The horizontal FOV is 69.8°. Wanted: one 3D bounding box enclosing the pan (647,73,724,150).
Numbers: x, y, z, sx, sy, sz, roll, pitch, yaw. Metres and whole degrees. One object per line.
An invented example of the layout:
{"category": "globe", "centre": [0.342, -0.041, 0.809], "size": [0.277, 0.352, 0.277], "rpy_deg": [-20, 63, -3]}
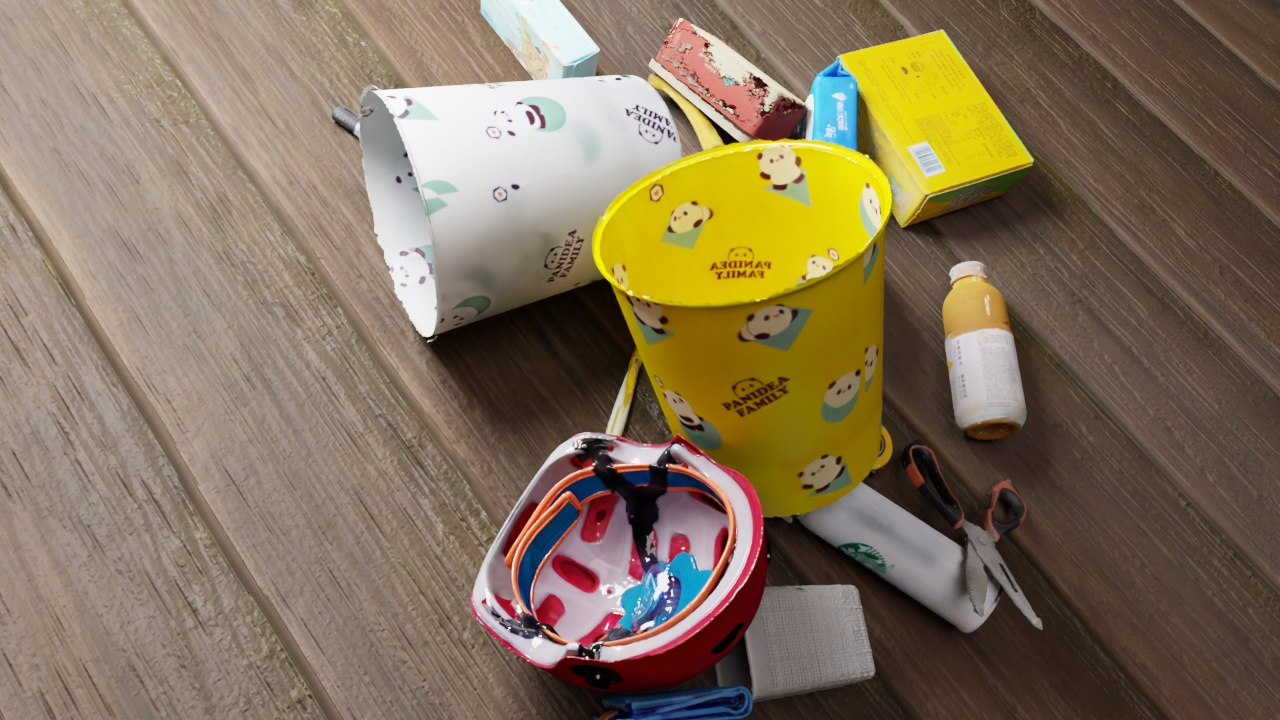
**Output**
{"category": "pan", "centre": [0.108, -0.197, 0.966], "size": [0.197, 0.078, 0.357], "rpy_deg": [2, 33, -48]}

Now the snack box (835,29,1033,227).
{"category": "snack box", "centre": [0.330, -0.273, 1.071], "size": [0.157, 0.070, 0.210], "rpy_deg": [-19, 69, -18]}

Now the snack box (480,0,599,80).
{"category": "snack box", "centre": [-0.117, -0.374, 1.038], "size": [0.051, 0.074, 0.175], "rpy_deg": [-31, 74, -21]}

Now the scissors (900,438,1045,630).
{"category": "scissors", "centre": [0.310, 0.152, 0.851], "size": [0.189, 0.015, 0.226], "rpy_deg": [40, 37, 21]}

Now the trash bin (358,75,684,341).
{"category": "trash bin", "centre": [-0.109, -0.159, 0.865], "size": [0.251, 0.230, 0.229], "rpy_deg": [-17, 69, -23]}

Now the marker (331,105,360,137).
{"category": "marker", "centre": [-0.273, -0.230, 0.974], "size": [0.131, 0.018, 0.022], "rpy_deg": [34, 77, 7]}

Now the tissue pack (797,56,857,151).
{"category": "tissue pack", "centre": [0.206, -0.252, 1.027], "size": [0.052, 0.095, 0.156], "rpy_deg": [8, 64, -2]}

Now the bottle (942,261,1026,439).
{"category": "bottle", "centre": [0.353, -0.014, 0.954], "size": [0.068, 0.068, 0.189], "rpy_deg": [5, 64, -8]}

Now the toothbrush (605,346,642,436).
{"category": "toothbrush", "centre": [-0.005, 0.005, 0.910], "size": [0.016, 0.018, 0.191], "rpy_deg": [17, 63, 0]}

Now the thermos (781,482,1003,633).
{"category": "thermos", "centre": [0.219, 0.162, 0.849], "size": [0.224, 0.073, 0.073], "rpy_deg": [33, 64, 7]}

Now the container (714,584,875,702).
{"category": "container", "centre": [0.129, 0.241, 0.786], "size": [0.114, 0.090, 0.090], "rpy_deg": [-1, 66, -14]}

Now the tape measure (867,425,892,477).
{"category": "tape measure", "centre": [0.217, 0.085, 0.906], "size": [0.057, 0.029, 0.059], "rpy_deg": [11, 64, -4]}

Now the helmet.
{"category": "helmet", "centre": [0.003, 0.175, 0.738], "size": [0.240, 0.144, 0.206], "rpy_deg": [4, 51, 33]}

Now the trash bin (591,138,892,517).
{"category": "trash bin", "centre": [0.101, -0.018, 0.776], "size": [0.230, 0.255, 0.229], "rpy_deg": [-10, 38, 8]}

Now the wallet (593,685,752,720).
{"category": "wallet", "centre": [0.021, 0.278, 0.722], "size": [0.106, 0.133, 0.040], "rpy_deg": [-5, 70, -13]}

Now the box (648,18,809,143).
{"category": "box", "centre": [0.100, -0.308, 1.007], "size": [0.168, 0.080, 0.091], "rpy_deg": [46, 26, 25]}
